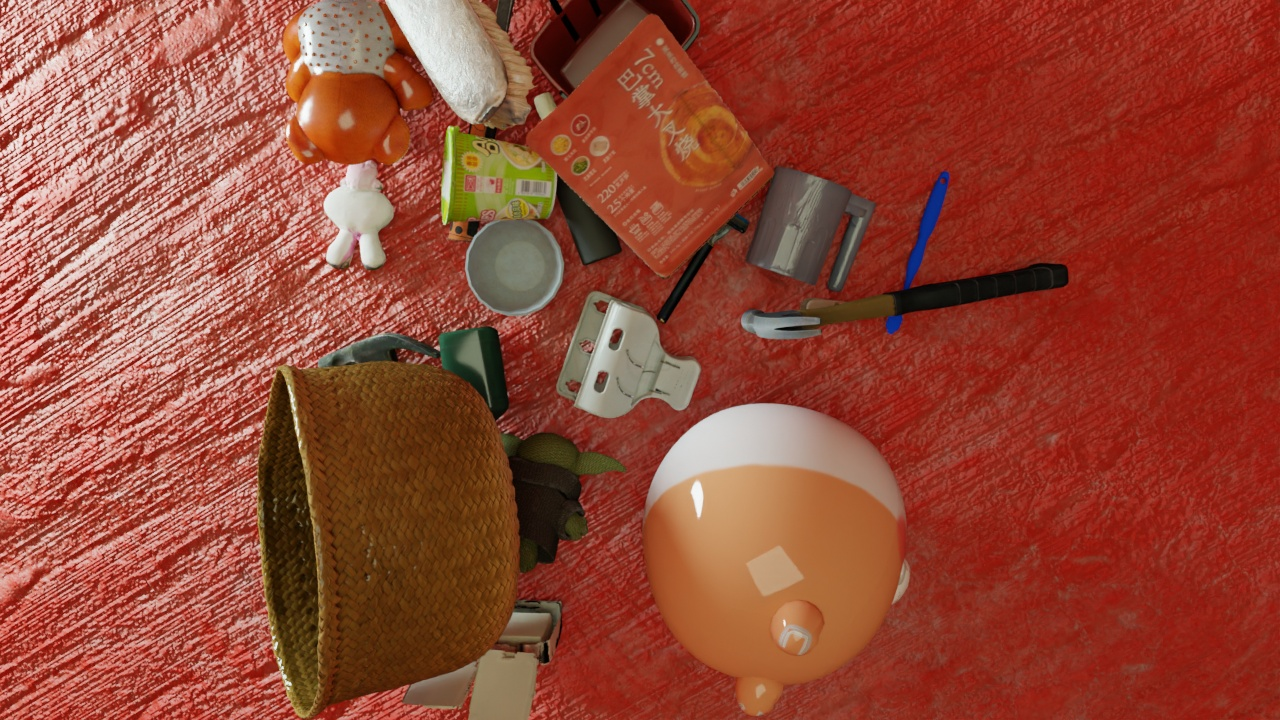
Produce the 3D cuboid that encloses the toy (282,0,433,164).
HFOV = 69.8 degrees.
[{"bbox_3d":[-0.301,-0.287,0.964,0.164,0.093,0.172,0,85,0],"label":"toy"}]

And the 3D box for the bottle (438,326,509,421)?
[{"bbox_3d":[-0.178,0.032,0.997,0.061,0.061,0.131,-9,89,1],"label":"bottle"}]

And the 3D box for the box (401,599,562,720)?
[{"bbox_3d":[-0.166,0.317,0.980,0.143,0.183,0.050,0,103,7],"label":"box"}]

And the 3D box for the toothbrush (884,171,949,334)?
[{"bbox_3d":[0.298,-0.115,0.989,0.016,0.018,0.182,18,95,0],"label":"toothbrush"}]

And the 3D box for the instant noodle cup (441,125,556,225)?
[{"bbox_3d":[-0.145,-0.183,0.938,0.108,0.099,0.099,3,97,-18],"label":"instant noodle cup"}]

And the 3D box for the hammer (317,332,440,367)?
[{"bbox_3d":[-0.239,0.120,1.035,0.130,0.032,0.319,-22,96,5],"label":"hammer"}]

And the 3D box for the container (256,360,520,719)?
[{"bbox_3d":[-0.240,0.158,0.869,0.196,0.307,0.307,-3,98,-29],"label":"container"}]

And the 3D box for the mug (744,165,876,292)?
[{"bbox_3d":[0.181,-0.135,0.965,0.123,0.084,0.104,15,99,-26],"label":"mug"}]

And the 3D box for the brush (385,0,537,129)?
[{"bbox_3d":[-0.195,-0.346,0.911,0.083,0.056,0.271,-39,75,29],"label":"brush"}]

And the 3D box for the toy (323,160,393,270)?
[{"bbox_3d":[-0.306,-0.157,1.001,0.079,0.038,0.123,10,98,14],"label":"toy"}]

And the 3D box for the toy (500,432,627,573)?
[{"bbox_3d":[-0.115,0.150,0.986,0.179,0.078,0.152,10,58,21],"label":"toy"}]

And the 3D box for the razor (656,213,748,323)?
[{"bbox_3d":[0.061,-0.103,0.999,0.042,0.022,0.144,26,105,-41],"label":"razor"}]

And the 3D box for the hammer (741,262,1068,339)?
[{"bbox_3d":[0.278,-0.061,0.936,0.333,0.118,0.025,-10,100,-9],"label":"hammer"}]

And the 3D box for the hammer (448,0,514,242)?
[{"bbox_3d":[-0.175,-0.284,0.980,0.138,0.035,0.314,13,98,1],"label":"hammer"}]

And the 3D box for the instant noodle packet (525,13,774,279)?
[{"bbox_3d":[0.010,-0.203,0.888,0.164,0.221,0.084,-43,51,8],"label":"instant noodle packet"}]

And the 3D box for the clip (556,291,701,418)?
[{"bbox_3d":[-0.009,0.007,0.987,0.152,0.095,0.126,22,100,10],"label":"clip"}]

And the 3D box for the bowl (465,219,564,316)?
[{"bbox_3d":[-0.134,-0.102,0.997,0.106,0.039,0.106,0,97,3],"label":"bowl"}]

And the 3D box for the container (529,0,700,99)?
[{"bbox_3d":[-0.028,-0.312,0.885,0.127,0.200,0.148,44,97,-3],"label":"container"}]

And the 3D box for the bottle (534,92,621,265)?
[{"bbox_3d":[-0.072,-0.195,0.979,0.045,0.045,0.184,-20,96,5],"label":"bottle"}]

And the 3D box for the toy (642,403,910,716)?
[{"bbox_3d":[0.132,0.186,0.898,0.265,0.280,0.263,13,134,-3],"label":"toy"}]

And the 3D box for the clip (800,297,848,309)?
[{"bbox_3d":[0.203,-0.055,0.987,0.061,0.041,0.024,-1,98,8],"label":"clip"}]
